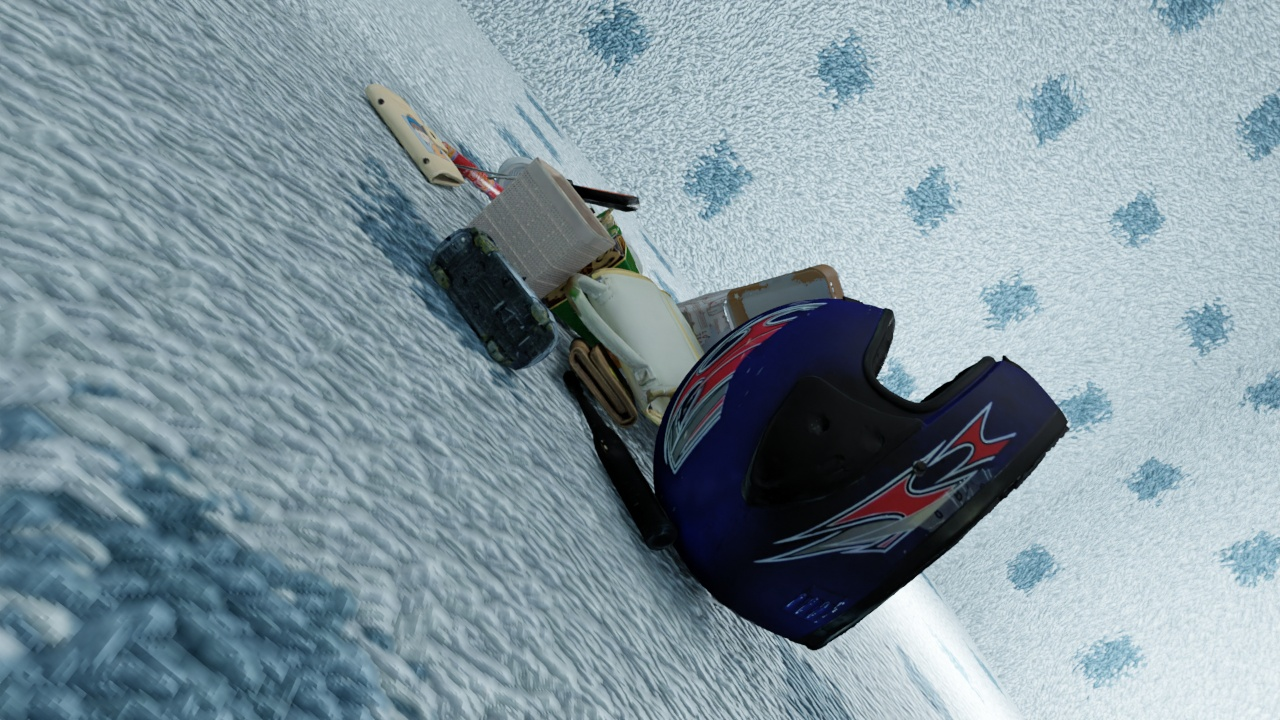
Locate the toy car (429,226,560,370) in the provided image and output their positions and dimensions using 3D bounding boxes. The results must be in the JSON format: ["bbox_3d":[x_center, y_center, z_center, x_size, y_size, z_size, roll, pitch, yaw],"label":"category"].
[{"bbox_3d":[-0.113,-0.048,0.714,0.120,0.054,0.036,51,12,4],"label":"toy car"}]

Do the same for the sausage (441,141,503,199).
[{"bbox_3d":[-0.196,-0.219,1.076,0.020,0.020,0.155,56,10,25],"label":"sausage"}]

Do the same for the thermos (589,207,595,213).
[{"bbox_3d":[-0.068,-0.114,1.101,0.143,0.093,0.093,57,8,-11],"label":"thermos"}]

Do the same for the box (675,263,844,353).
[{"bbox_3d":[0.123,0.006,0.968,0.260,0.110,0.179,0,-70,70],"label":"box"}]

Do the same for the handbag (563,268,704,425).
[{"bbox_3d":[0.001,-0.021,0.872,0.178,0.063,0.163,28,30,-54],"label":"handbag"}]

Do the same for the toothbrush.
[{"bbox_3d":[-0.024,0.074,0.765,0.027,0.026,0.212,52,2,-43],"label":"toothbrush"}]

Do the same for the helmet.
[{"bbox_3d":[0.156,0.065,0.765,0.240,0.315,0.247,50,-3,10],"label":"helmet"}]

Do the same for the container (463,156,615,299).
[{"bbox_3d":[-0.099,-0.110,0.837,0.090,0.111,0.090,53,9,7],"label":"container"}]

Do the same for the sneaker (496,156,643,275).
[{"bbox_3d":[-0.098,-0.181,1.230,0.242,0.089,0.090,41,9,-23],"label":"sneaker"}]

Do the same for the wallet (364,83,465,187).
[{"bbox_3d":[-0.229,-0.228,0.946,0.115,0.024,0.087,52,14,4],"label":"wallet"}]

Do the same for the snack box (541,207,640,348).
[{"bbox_3d":[-0.045,-0.085,1.008,0.105,0.118,0.118,53,11,-21],"label":"snack box"}]

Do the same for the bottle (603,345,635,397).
[{"bbox_3d":[-0.006,0.006,0.999,0.063,0.063,0.108,57,14,27],"label":"bottle"}]

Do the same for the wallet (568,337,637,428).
[{"bbox_3d":[-0.035,0.018,0.859,0.090,0.033,0.115,54,2,-5],"label":"wallet"}]

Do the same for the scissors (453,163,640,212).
[{"bbox_3d":[-0.109,-0.200,1.049,0.221,0.022,0.234,13,12,4],"label":"scissors"}]
